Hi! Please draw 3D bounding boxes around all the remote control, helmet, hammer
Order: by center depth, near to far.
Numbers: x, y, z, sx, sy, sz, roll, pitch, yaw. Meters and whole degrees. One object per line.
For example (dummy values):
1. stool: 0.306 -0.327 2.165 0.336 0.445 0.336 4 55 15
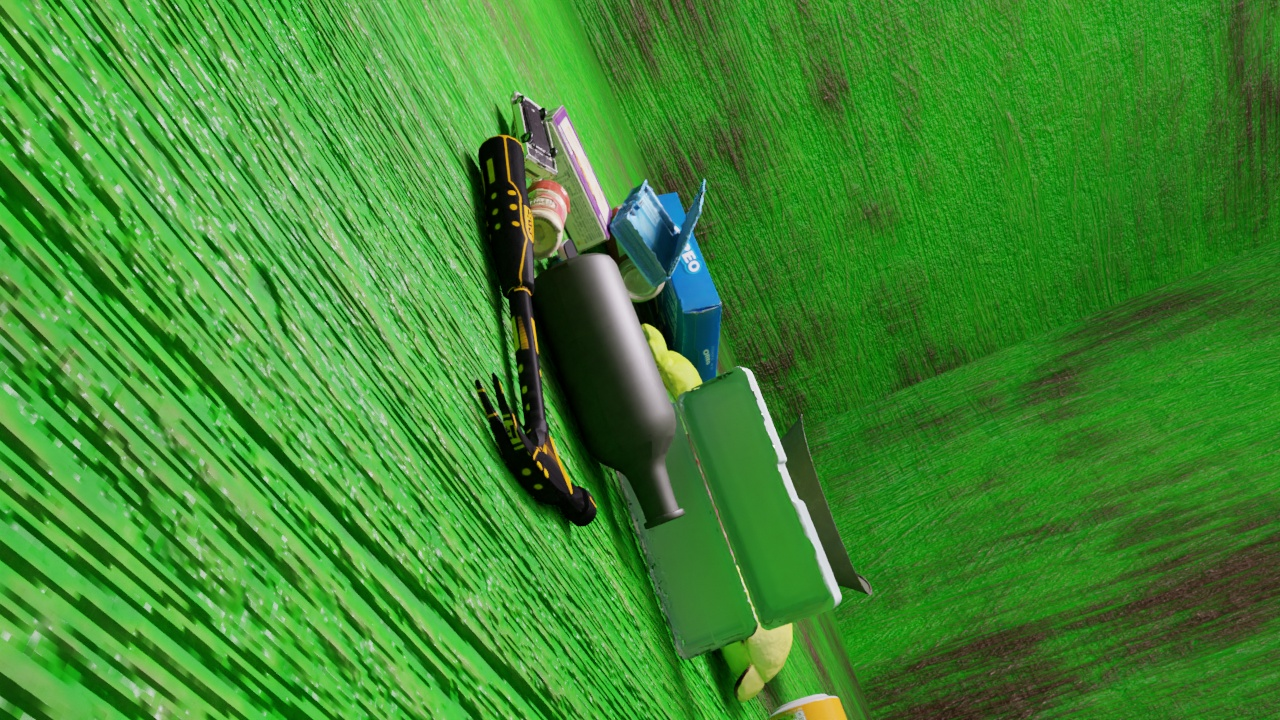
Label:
1. hammer: -0.083 -0.047 0.615 0.123 0.036 0.320 56 16 -50
2. remote control: -0.039 -0.036 0.808 0.045 0.008 0.147 -78 147 -74
3. helmet: 0.169 0.198 1.132 0.267 0.154 0.227 -15 84 -77

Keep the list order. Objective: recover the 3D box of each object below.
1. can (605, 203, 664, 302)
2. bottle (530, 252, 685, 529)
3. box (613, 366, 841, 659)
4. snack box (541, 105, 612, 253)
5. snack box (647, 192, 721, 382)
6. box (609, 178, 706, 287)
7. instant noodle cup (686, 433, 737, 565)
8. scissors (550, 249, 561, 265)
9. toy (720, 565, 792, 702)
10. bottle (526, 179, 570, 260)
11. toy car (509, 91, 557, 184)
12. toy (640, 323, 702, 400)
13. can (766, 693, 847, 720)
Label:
1. can: -0.011 -0.146 1.218 0.170 0.067 0.067 -102 166 -53
2. bottle: -0.018 0.024 0.693 0.071 0.071 0.206 30 37 -76
3. box: 0.060 0.116 0.715 0.049 0.136 0.197 39 29 -72
4. snack box: -0.079 -0.209 1.037 0.147 0.040 0.143 -90 156 -70
5. snack box: 0.054 -0.090 1.316 0.196 0.056 0.238 88 -12 -50
6. box: 0.038 -0.177 1.110 0.094 0.102 0.231 53 16 -12
7. instant noodle cup: 0.045 0.125 0.780 0.097 0.098 0.108 45 31 -69
8. scissors: -0.061 -0.060 0.832 0.153 0.019 0.128 -98 164 -58
9. toy: 0.102 0.223 0.892 0.214 0.084 0.149 -18 83 -84
10. bottle: -0.083 -0.119 0.771 0.109 0.044 0.044 -93 158 -65
11. toy car: -0.107 -0.211 0.877 0.039 0.039 0.113 26 33 -36
12. toy: 0.032 0.007 0.982 0.093 0.036 0.094 41 19 -36
13. can: 0.183 0.412 0.910 0.079 0.079 0.142 54 16 -58
